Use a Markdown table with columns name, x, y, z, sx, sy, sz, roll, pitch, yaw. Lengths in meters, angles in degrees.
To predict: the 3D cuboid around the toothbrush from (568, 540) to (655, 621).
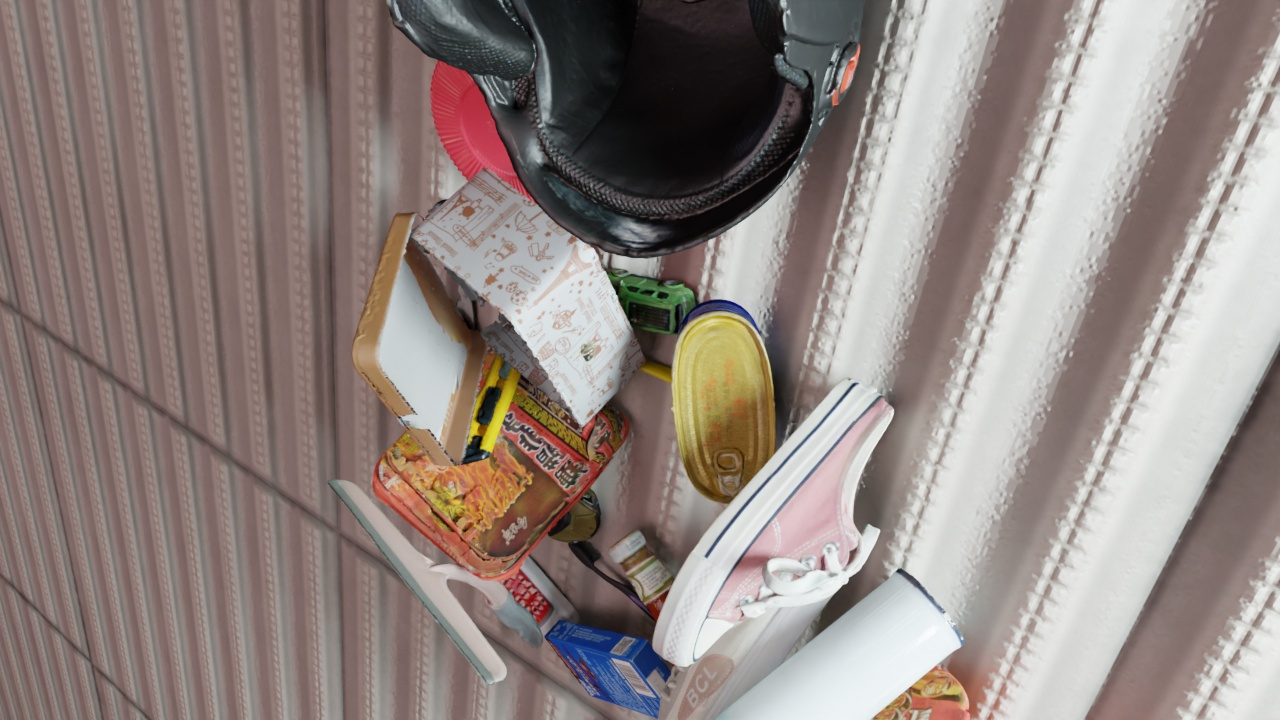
| name | x | y | z | sx | sy | sz | roll | pitch | yaw |
| --- | --- | --- | --- | --- | --- | --- | --- | --- | --- |
| toothbrush | 0.005 | 0.228 | 0.854 | 0.189 | 0.016 | 0.014 | 38 | 139 | 15 |

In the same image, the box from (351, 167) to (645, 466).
| name | x | y | z | sx | sy | sz | roll | pitch | yaw |
| --- | --- | --- | --- | --- | --- | --- | --- | --- | --- |
| box | -0.124 | -0.015 | 0.687 | 0.153 | 0.180 | 0.183 | 36 | 165 | 29 |

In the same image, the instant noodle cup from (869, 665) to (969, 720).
| name | x | y | z | sx | sy | sz | roll | pitch | yaw |
| --- | --- | --- | --- | --- | --- | --- | --- | --- | --- |
| instant noodle cup | 0.190 | 0.307 | 0.670 | 0.138 | 0.137 | 0.108 | -15 | 107 | 40 |

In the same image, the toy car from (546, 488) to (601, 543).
| name | x | y | z | sx | sy | sz | roll | pitch | yaw |
| --- | --- | --- | --- | --- | --- | --- | --- | --- | --- |
| toy car | -0.106 | 0.121 | 0.874 | 0.158 | 0.042 | 0.070 | 24 | 122 | 25 |

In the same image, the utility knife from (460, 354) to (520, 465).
| name | x | y | z | sx | sy | sz | roll | pitch | yaw |
| --- | --- | --- | --- | --- | --- | --- | --- | --- | --- |
| utility knife | -0.121 | 0.014 | 0.788 | 0.033 | 0.164 | 0.015 | 14 | 158 | 10 |

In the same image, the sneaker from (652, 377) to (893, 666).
| name | x | y | z | sx | sy | sz | roll | pitch | yaw |
| --- | --- | --- | --- | --- | --- | --- | --- | --- | --- |
| sneaker | 0.104 | 0.127 | 0.632 | 0.088 | 0.118 | 0.241 | 39 | 93 | 21 |

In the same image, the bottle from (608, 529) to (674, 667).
| name | x | y | z | sx | sy | sz | roll | pitch | yaw |
| --- | --- | --- | --- | --- | --- | --- | --- | --- | --- |
| bottle | 0.044 | 0.239 | 0.795 | 0.206 | 0.059 | 0.060 | 53 | 130 | 7 |

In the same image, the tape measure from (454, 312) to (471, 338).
| name | x | y | z | sx | sy | sz | roll | pitch | yaw |
| --- | --- | --- | --- | --- | --- | --- | --- | --- | --- |
| tape measure | -0.188 | -0.019 | 0.867 | 0.058 | 0.039 | 0.057 | 26 | 127 | 27 |

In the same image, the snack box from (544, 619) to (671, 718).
| name | x | y | z | sx | sy | sz | roll | pitch | yaw |
| --- | --- | --- | --- | --- | --- | --- | --- | --- | --- |
| snack box | -0.022 | 0.287 | 0.850 | 0.157 | 0.026 | 0.084 | -12 | 117 | 55 |

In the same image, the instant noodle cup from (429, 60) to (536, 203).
| name | x | y | z | sx | sy | sz | roll | pitch | yaw |
| --- | --- | --- | --- | --- | --- | --- | --- | --- | --- |
| instant noodle cup | -0.087 | -0.184 | 0.684 | 0.194 | 0.065 | 0.194 | 21 | 135 | 23 |

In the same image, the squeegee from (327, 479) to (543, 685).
| name | x | y | z | sx | sy | sz | roll | pitch | yaw |
| --- | --- | --- | --- | --- | --- | --- | --- | --- | --- |
| squeegee | -0.135 | 0.212 | 0.811 | 0.248 | 0.040 | 0.250 | 37 | 169 | 34 |

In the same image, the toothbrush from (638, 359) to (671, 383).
| name | x | y | z | sx | sy | sz | roll | pitch | yaw |
| --- | --- | --- | --- | --- | --- | --- | --- | --- | --- |
| toothbrush | -0.005 | 0.004 | 0.764 | 0.190 | 0.015 | 0.017 | 21 | 127 | 29 |

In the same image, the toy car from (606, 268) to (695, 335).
| name | x | y | z | sx | sy | sz | roll | pitch | yaw |
| --- | --- | --- | --- | --- | --- | --- | --- | --- | --- |
| toy car | 0.001 | -0.045 | 0.727 | 0.091 | 0.036 | 0.043 | 16 | 119 | 36 |

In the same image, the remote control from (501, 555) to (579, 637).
| name | x | y | z | sx | sy | sz | roll | pitch | yaw |
| --- | --- | --- | --- | --- | --- | --- | --- | --- | --- |
| remote control | -0.120 | 0.230 | 0.942 | 0.136 | 0.020 | 0.056 | 46 | 128 | 13 |

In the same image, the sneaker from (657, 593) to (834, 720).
| name | x | y | z | sx | sy | sz | roll | pitch | yaw |
| --- | --- | --- | --- | --- | --- | --- | --- | --- | --- |
| sneaker | 0.054 | 0.235 | 0.718 | 0.091 | 0.089 | 0.242 | 35 | 97 | 12 |

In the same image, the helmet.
| name | x | y | z | sx | sy | sz | roll | pitch | yaw |
| --- | --- | --- | --- | --- | --- | --- | --- | --- | --- |
| helmet | 0.013 | -0.207 | 0.523 | 0.234 | 0.229 | 0.275 | 11 | 120 | 25 |

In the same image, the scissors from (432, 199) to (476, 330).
| name | x | y | z | sx | sy | sz | roll | pitch | yaw |
| --- | --- | --- | --- | --- | --- | --- | --- | --- | --- |
| scissors | -0.161 | -0.069 | 0.857 | 0.160 | 0.014 | 0.175 | -20 | 98 | 43 |

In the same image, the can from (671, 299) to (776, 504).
| name | x | y | z | sx | sy | sz | roll | pitch | yaw |
| --- | --- | --- | --- | --- | --- | --- | --- | --- | --- |
| can | 0.062 | 0.030 | 0.683 | 0.075 | 0.049 | 0.148 | -6 | 107 | 7 |

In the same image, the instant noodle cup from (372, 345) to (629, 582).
| name | x | y | z | sx | sy | sz | roll | pitch | yaw |
| --- | --- | --- | --- | --- | --- | --- | --- | --- | --- |
| instant noodle cup | -0.119 | 0.091 | 0.806 | 0.164 | 0.188 | 0.079 | 35 | 160 | 22 |

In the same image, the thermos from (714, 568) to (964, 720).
| name | x | y | z | sx | sy | sz | roll | pitch | yaw |
| --- | --- | --- | --- | --- | --- | --- | --- | --- | --- |
| thermos | 0.119 | 0.243 | 0.646 | 0.073 | 0.224 | 0.073 | 52 | 175 | 7 |
